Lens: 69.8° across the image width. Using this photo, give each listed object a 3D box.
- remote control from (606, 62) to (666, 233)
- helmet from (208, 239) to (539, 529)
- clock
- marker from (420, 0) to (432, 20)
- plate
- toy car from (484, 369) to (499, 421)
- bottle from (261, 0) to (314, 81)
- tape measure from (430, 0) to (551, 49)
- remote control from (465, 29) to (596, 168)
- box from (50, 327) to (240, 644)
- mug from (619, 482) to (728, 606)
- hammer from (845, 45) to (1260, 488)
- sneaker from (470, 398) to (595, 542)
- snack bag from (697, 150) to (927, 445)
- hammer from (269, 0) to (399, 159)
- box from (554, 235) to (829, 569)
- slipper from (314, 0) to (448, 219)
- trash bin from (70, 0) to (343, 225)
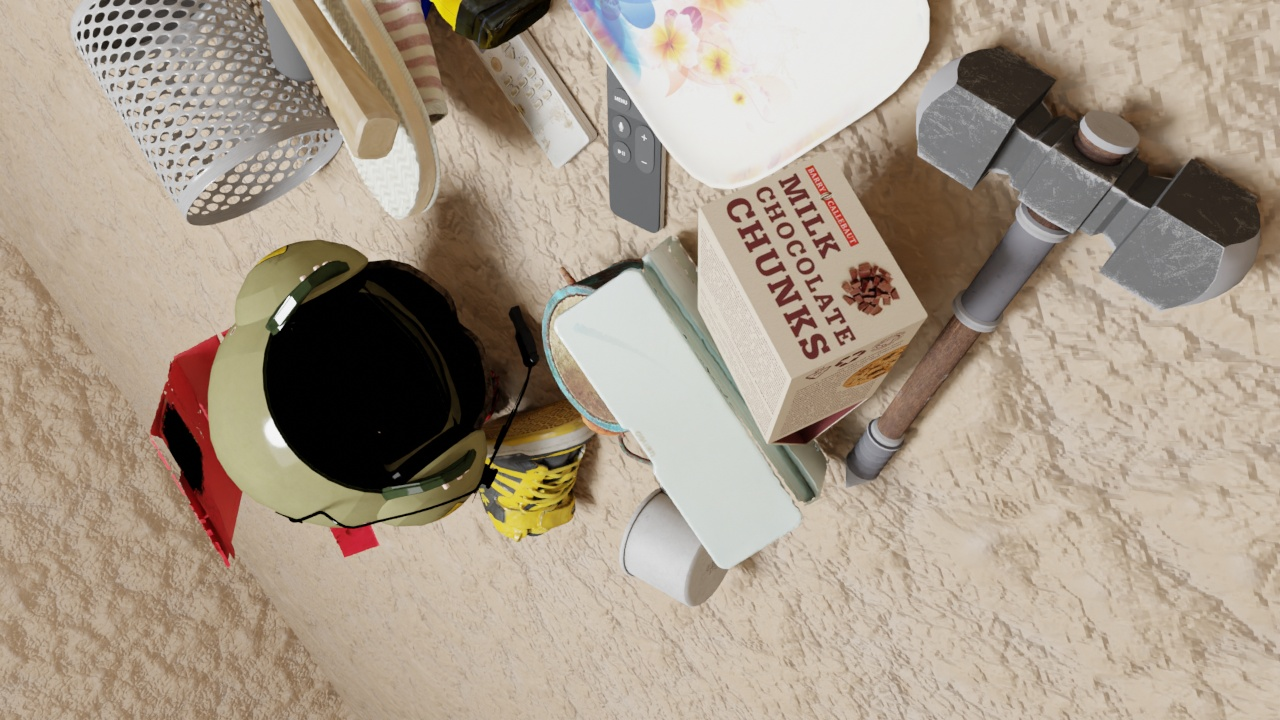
[{"bbox_3d":[-0.002,-0.149,0.592,0.045,0.008,0.147,30,142,27],"label":"remote control"},{"bbox_3d":[-0.229,0.018,0.773,0.234,0.254,0.250,-20,105,51],"label":"helmet"},{"bbox_3d":[-0.004,0.004,0.682,0.121,0.073,0.158,6,116,46],"label":"clock"},{"bbox_3d":[-0.184,-0.240,0.698,0.027,0.023,0.133,39,147,-6],"label":"marker"},{"bbox_3d":[0.046,-0.194,0.477,0.187,0.016,0.187,55,142,-7],"label":"plate"},{"bbox_3d":[-0.163,0.039,0.929,0.036,0.042,0.091,22,154,-11],"label":"toy car"},{"bbox_3d":[-0.283,-0.284,0.751,0.047,0.046,0.113,37,144,19],"label":"bottle"},{"bbox_3d":[-0.097,-0.230,0.572,0.064,0.065,0.037,42,150,3],"label":"tape measure"},{"bbox_3d":[-0.083,-0.200,0.633,0.136,0.011,0.050,55,146,-8],"label":"remote control"},{"bbox_3d":[-0.468,0.095,1.040,0.124,0.376,0.212,16,134,25],"label":"box"},{"bbox_3d":[0.036,0.145,0.779,0.070,0.084,0.113,23,106,31],"label":"mug"},{"bbox_3d":[0.170,-0.004,0.511,0.156,0.042,0.323,39,147,16],"label":"hammer"},{"bbox_3d":[-0.096,0.110,0.879,0.239,0.085,0.122,-14,106,58],"label":"sneaker"},{"bbox_3d":[0.084,-0.015,0.522,0.206,0.070,0.094,79,166,-72],"label":"snack bag"},{"bbox_3d":[-0.244,-0.254,0.631,0.322,0.051,0.118,55,135,26],"label":"hammer"},{"bbox_3d":[0.041,0.024,0.602,0.078,0.122,0.197,-28,99,39],"label":"box"},{"bbox_3d":[-0.191,-0.223,0.653,0.115,0.052,0.262,-46,65,52],"label":"slipper"},{"bbox_3d":[-0.386,-0.240,0.818,0.183,0.156,0.157,57,146,-6],"label":"trash bin"}]
